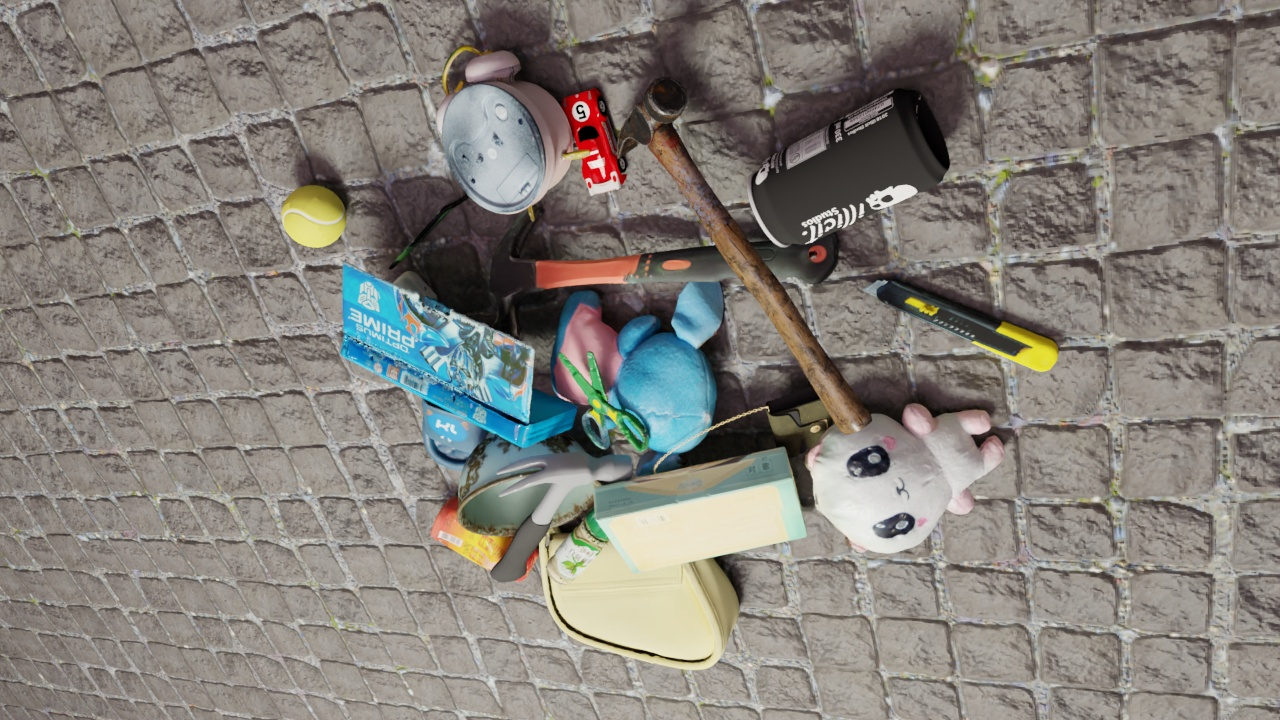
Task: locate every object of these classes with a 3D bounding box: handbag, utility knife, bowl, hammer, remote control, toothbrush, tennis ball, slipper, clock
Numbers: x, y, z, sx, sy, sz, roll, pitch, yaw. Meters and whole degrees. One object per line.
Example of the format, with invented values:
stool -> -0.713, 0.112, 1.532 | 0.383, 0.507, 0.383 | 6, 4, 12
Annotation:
handbag -> 0.099, 0.081, 0.892 | 0.178, 0.027, 0.084 | -19, 137, 3
utility knife -> 0.280, -0.035, 0.807 | 0.174, 0.020, 0.029 | 24, 124, 10
bowl -> -0.130, 0.120, 1.018 | 0.160, 0.093, 0.160 | -12, 149, -7
hammer -> -0.117, 0.180, 0.998 | 0.125, 0.029, 0.312 | 2, 147, -22
remote control -> -0.279, -0.052, 1.035 | 0.134, 0.022, 0.050 | -33, 102, 35
hammer -> 0.090, -0.077, 0.783 | 0.330, 0.033, 0.120 | 56, 162, -1
toothbrush -> -0.213, -0.147, 0.954 | 0.189, 0.014, 0.017 | -34, 89, 35
tennis ball -> -0.346, -0.153, 0.974 | 0.065, 0.065, 0.065 | 11, 123, 17
slipper -> -0.198, 0.048, 1.041 | 0.104, 0.059, 0.214 | 25, 125, 5
hammer -> 0.015, -0.087, 0.855 | 0.334, 0.033, 0.133 | -1, 84, 17
clock -> -0.130, -0.212, 0.836 | 0.158, 0.058, 0.117 | 51, 132, 1
handbag -> -0.005, 0.265, 1.084 | 0.233, 0.088, 0.191 | -6, 102, 27

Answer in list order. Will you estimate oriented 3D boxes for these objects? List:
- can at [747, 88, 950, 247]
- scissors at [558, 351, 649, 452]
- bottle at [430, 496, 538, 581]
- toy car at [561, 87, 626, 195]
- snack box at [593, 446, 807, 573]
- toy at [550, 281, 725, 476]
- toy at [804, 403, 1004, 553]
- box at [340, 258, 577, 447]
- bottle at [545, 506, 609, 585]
can -> 0.167, -0.153, 0.743 | 0.146, 0.080, 0.080 | -23, 109, 33
scissors -> -0.044, 0.041, 0.894 | 0.131, 0.012, 0.113 | 50, 144, -4
bottle -> -0.194, 0.228, 1.156 | 0.134, 0.048, 0.072 | 30, 127, 4
toy car -> -0.043, -0.199, 0.839 | 0.038, 0.025, 0.089 | -8, 116, 27
snack box -> 0.065, 0.157, 0.931 | 0.194, 0.044, 0.141 | -14, 144, 8
toy -> -0.005, 0.005, 0.916 | 0.191, 0.098, 0.224 | 26, 120, 21
toy -> 0.250, 0.104, 0.865 | 0.180, 0.101, 0.139 | -25, 96, 13
box -> -0.183, -0.013, 0.918 | 0.243, 0.113, 0.114 | 23, 108, 23
bottle -> -0.064, 0.206, 1.034 | 0.042, 0.042, 0.110 | 39, 110, -3
